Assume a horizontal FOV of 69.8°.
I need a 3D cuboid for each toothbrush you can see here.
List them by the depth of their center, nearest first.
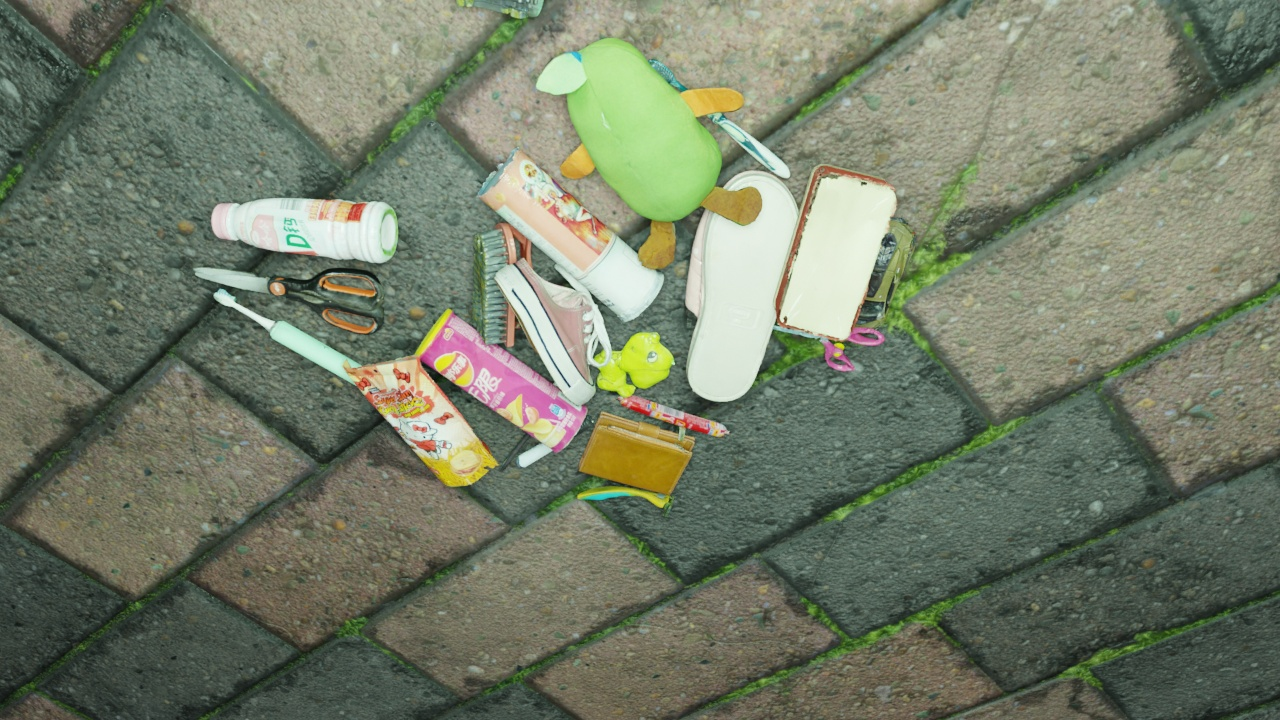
[{"bbox_3d":[0.082,-0.245,0.940,0.191,0.018,0.016,35,122,-17],"label":"toothbrush"},{"bbox_3d":[-0.423,-0.023,1.138,0.224,0.027,0.027,32,118,-18],"label":"toothbrush"},{"bbox_3d":[-0.144,0.088,1.201,0.018,0.015,0.182,31,122,-10],"label":"toothbrush"}]

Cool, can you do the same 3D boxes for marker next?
[{"bbox_3d":[-0.114,0.107,1.211,0.131,0.022,0.018,-31,106,27],"label":"marker"}]

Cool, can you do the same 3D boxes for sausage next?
[{"bbox_3d":[0.042,0.071,1.170,0.156,0.020,0.020,18,125,-8],"label":"sausage"}]

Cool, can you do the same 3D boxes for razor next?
[{"bbox_3d":[-0.021,0.188,1.254,0.132,0.043,0.028,5,109,8],"label":"razor"}]

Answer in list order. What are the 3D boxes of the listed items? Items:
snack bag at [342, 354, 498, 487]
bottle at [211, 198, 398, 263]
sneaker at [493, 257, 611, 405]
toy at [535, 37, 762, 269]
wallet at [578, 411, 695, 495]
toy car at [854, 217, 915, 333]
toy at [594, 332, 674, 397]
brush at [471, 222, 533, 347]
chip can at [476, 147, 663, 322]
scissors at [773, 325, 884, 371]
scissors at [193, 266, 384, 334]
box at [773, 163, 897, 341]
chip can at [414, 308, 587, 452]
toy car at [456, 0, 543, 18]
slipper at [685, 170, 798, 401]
[{"bbox_3d":[-0.270,0.070,1.147,0.129,0.073,0.208,-2,137,33],"label":"snack bag"},{"bbox_3d":[-0.374,-0.148,1.021,0.197,0.068,0.068,4,126,5],"label":"bottle"},{"bbox_3d":[-0.084,-0.037,1.048,0.088,0.118,0.241,-32,142,-6],"label":"sneaker"},{"bbox_3d":[0.009,-0.216,0.925,0.228,0.089,0.247,-18,120,32],"label":"toy"},{"bbox_3d":[-0.003,0.121,1.201,0.130,0.035,0.119,17,125,-9],"label":"wallet"},{"bbox_3d":[0.256,-0.091,1.024,0.070,0.042,0.158,9,129,-1],"label":"toy car"},{"bbox_3d":[-0.007,0.007,1.121,0.100,0.031,0.097,1,125,9],"label":"toy"},{"bbox_3d":[-0.154,-0.091,1.050,0.069,0.063,0.146,-11,129,-25],"label":"brush"},{"bbox_3d":[-0.075,-0.134,1.001,0.214,0.071,0.071,39,120,-21],"label":"chip can"},{"bbox_3d":[0.222,-0.029,1.067,0.126,0.017,0.133,-17,133,44],"label":"scissors"},{"bbox_3d":[-0.422,-0.072,1.105,0.235,0.021,0.137,-6,125,9],"label":"scissors"},{"bbox_3d":[0.200,-0.108,0.943,0.091,0.079,0.168,14,112,0],"label":"box"},{"bbox_3d":[-0.167,0.027,1.113,0.210,0.071,0.072,37,121,-14],"label":"chip can"},{"bbox_3d":[-0.135,-0.354,0.869,0.091,0.036,0.043,11,127,-4],"label":"toy car"},{"bbox_3d":[0.108,-0.080,1.032,0.114,0.054,0.275,6,116,-4],"label":"slipper"}]
